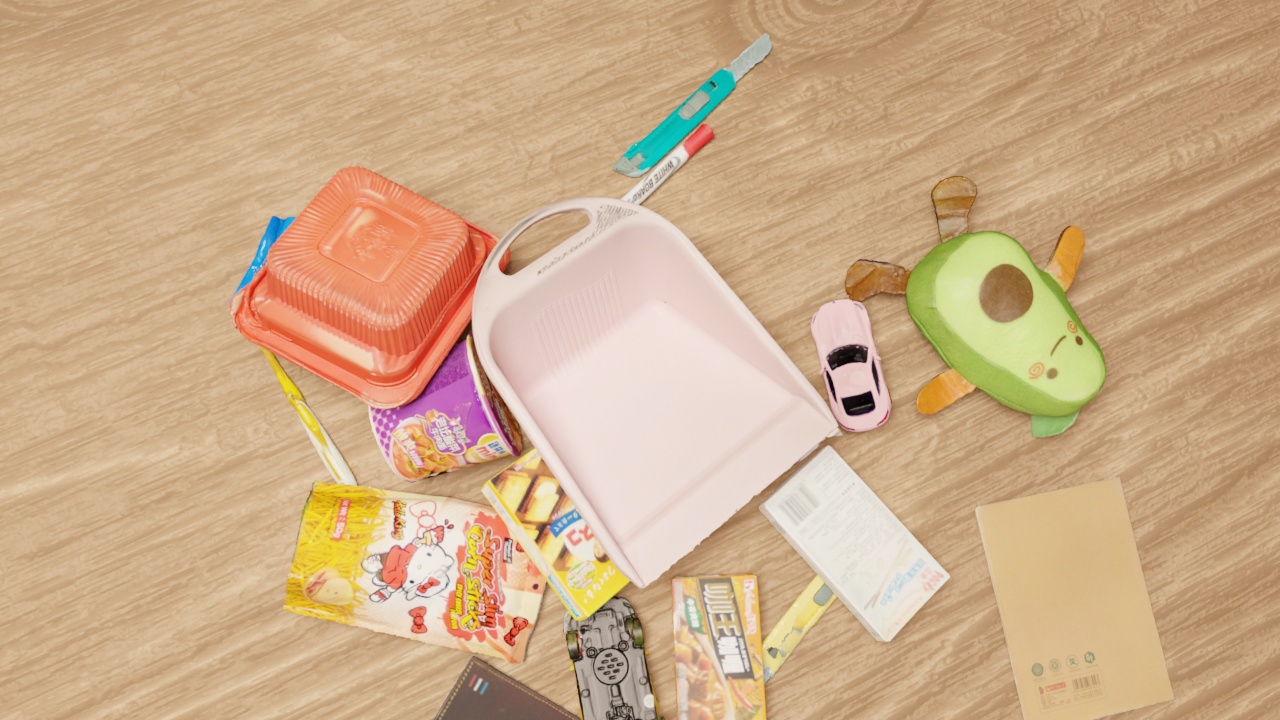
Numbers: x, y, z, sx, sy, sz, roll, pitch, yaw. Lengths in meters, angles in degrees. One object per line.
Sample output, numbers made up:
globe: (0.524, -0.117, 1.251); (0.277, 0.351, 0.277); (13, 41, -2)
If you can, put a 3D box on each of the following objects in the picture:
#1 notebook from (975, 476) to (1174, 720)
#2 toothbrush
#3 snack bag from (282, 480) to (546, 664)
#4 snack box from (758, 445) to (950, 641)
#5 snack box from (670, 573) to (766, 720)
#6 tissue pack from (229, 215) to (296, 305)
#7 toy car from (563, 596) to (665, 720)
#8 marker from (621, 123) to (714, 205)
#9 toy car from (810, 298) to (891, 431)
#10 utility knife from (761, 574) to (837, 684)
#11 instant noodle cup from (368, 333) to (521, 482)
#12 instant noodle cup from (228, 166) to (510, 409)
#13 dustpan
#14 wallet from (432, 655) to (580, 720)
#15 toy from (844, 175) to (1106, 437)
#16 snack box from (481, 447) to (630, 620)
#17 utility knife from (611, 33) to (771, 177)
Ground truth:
notebook: (0.400, 0.223, 0.845); (0.147, 0.008, 0.207); (-10, 83, -8)
toothbrush: (-0.295, 0.036, 0.789); (0.016, 0.018, 0.191); (-32, 86, -8)
snack bag: (-0.181, 0.173, 0.767); (0.207, 0.073, 0.128); (14, 80, -12)
snack box: (0.188, 0.160, 0.810); (0.084, 0.027, 0.157); (-40, 82, -15)
snack box: (0.067, 0.263, 0.789); (0.075, 0.026, 0.153); (-2, 81, 0)
tissue pack: (-0.260, -0.056, 0.786); (0.157, 0.052, 0.094); (23, 76, -3)
toy car: (-0.021, 0.275, 0.773); (0.071, 0.041, 0.155); (-11, 74, -8)
marker: (0.013, -0.168, 0.852); (0.145, 0.017, 0.017); (-44, 89, -10)
toy car: (0.190, 0.004, 0.830); (0.056, 0.037, 0.122); (-16, 82, 16)
utility knife: (0.151, 0.223, 0.817); (0.031, 0.018, 0.165); (41, 84, 6)
instant noodle cup: (-0.163, 0.047, 0.762); (0.099, 0.111, 0.111); (-23, 85, 0)
instant noodle cup: (-0.210, -0.071, 0.718); (0.164, 0.079, 0.188); (26, 61, 3)
dustpan: (-0.004, 0.004, 0.732); (0.222, 0.139, 0.273); (-39, 61, -19)
wallet: (-0.115, 0.320, 0.770); (0.122, 0.020, 0.096); (32, 80, -3)
toy: (0.320, -0.042, 0.833); (0.247, 0.090, 0.227); (43, 89, 5)
snack box: (-0.059, 0.138, 0.779); (0.086, 0.034, 0.140); (-34, 87, -32)
utility knife: (0.053, -0.242, 0.868); (0.029, 0.013, 0.205); (45, 80, 1)
